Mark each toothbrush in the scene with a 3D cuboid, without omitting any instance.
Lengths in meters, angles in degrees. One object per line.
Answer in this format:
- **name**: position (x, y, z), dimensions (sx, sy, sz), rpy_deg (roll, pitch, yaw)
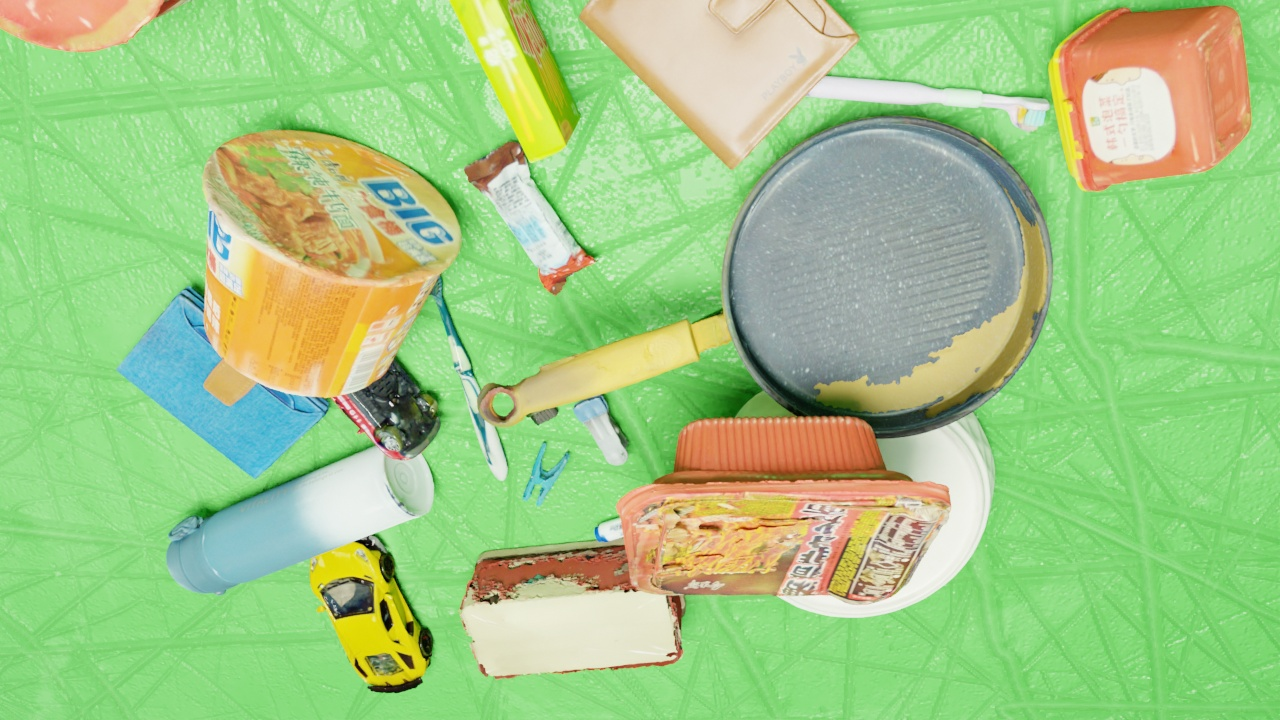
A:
- **toothbrush**: position (0.149, -0.160, 0.559), dimensions (0.189, 0.029, 0.021), rpy_deg (7, 77, 3)
- **toothbrush**: position (-0.004, 0.004, 0.661), dimensions (0.186, 0.012, 0.017), rpy_deg (-26, 118, 17)
- **toothbrush**: position (-0.129, 0.011, 0.672), dimensions (0.016, 0.018, 0.192), rpy_deg (-10, 116, 10)

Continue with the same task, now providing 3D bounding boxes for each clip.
- **clip**: position (-0.076, 0.089, 0.710), dimensions (0.041, 0.014, 0.056), rpy_deg (25, 115, -7)
- **clip**: position (-0.026, 0.050, 0.679), dimensions (0.024, 0.028, 0.057), rpy_deg (-25, 115, 15)

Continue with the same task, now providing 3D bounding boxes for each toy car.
- **toy car**: position (-0.229, 0.214, 0.773), dimensions (0.071, 0.041, 0.156), rpy_deg (-11, 114, 10)
- **toy car**: position (-0.196, 0.019, 0.664), dimensions (0.045, 0.052, 0.120), rpy_deg (-25, 107, 42)

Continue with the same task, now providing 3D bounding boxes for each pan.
- **pan**: position (0.073, -0.025, 0.570), dimensions (0.358, 0.078, 0.198), rpy_deg (-16, 99, 9)

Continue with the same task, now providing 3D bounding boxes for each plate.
- **plate**: position (0.155, 0.100, 0.662), dimensions (0.205, 0.045, 0.205), rpy_deg (0, 108, 1)

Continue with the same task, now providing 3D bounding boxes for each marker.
- **marker**: position (0.032, 0.115, 0.711), dimensions (0.146, 0.016, 0.017), rpy_deg (-20, 114, 14)

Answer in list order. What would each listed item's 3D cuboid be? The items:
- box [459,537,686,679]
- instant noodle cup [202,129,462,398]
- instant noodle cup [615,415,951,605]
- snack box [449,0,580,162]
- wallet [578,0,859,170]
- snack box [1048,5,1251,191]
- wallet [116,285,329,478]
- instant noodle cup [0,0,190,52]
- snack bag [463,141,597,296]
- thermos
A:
- **box**: position (-0.052, 0.200, 0.728), dimensions (0.168, 0.078, 0.091), rpy_deg (-8, 117, 8)
- **instant noodle cup**: position (-0.202, -0.056, 0.578), dimensions (0.151, 0.151, 0.112), rpy_deg (25, 125, -8)
- **instant noodle cup**: position (0.081, 0.094, 0.571), dimensions (0.189, 0.079, 0.165), rpy_deg (-1, 147, 1)
- **snack box**: position (-0.081, -0.197, 0.523), dimensions (0.026, 0.085, 0.156), rpy_deg (-20, 113, 13)
- **wallet**: position (0.045, -0.194, 0.535), dimensions (0.132, 0.031, 0.108), rpy_deg (44, 113, -7)
- **snack box**: position (0.283, -0.146, 0.508), dimensions (0.081, 0.080, 0.091), rpy_deg (-36, 116, -25)
- **wallet**: position (-0.309, 0.020, 0.683), dimensions (0.107, 0.040, 0.133), rpy_deg (-38, 109, 26)
- **instant noodle cup**: position (-0.295, -0.247, 0.503), dimensions (0.138, 0.108, 0.138), rpy_deg (2, 117, 4)
- **snack bag**: position (-0.072, -0.093, 0.608), dimensions (0.045, 0.026, 0.105), rpy_deg (-24, 112, 26)
- **thermos**: position (-0.270, 0.125, 0.716), dimensions (0.221, 0.070, 0.070), rpy_deg (-22, 113, 15)
